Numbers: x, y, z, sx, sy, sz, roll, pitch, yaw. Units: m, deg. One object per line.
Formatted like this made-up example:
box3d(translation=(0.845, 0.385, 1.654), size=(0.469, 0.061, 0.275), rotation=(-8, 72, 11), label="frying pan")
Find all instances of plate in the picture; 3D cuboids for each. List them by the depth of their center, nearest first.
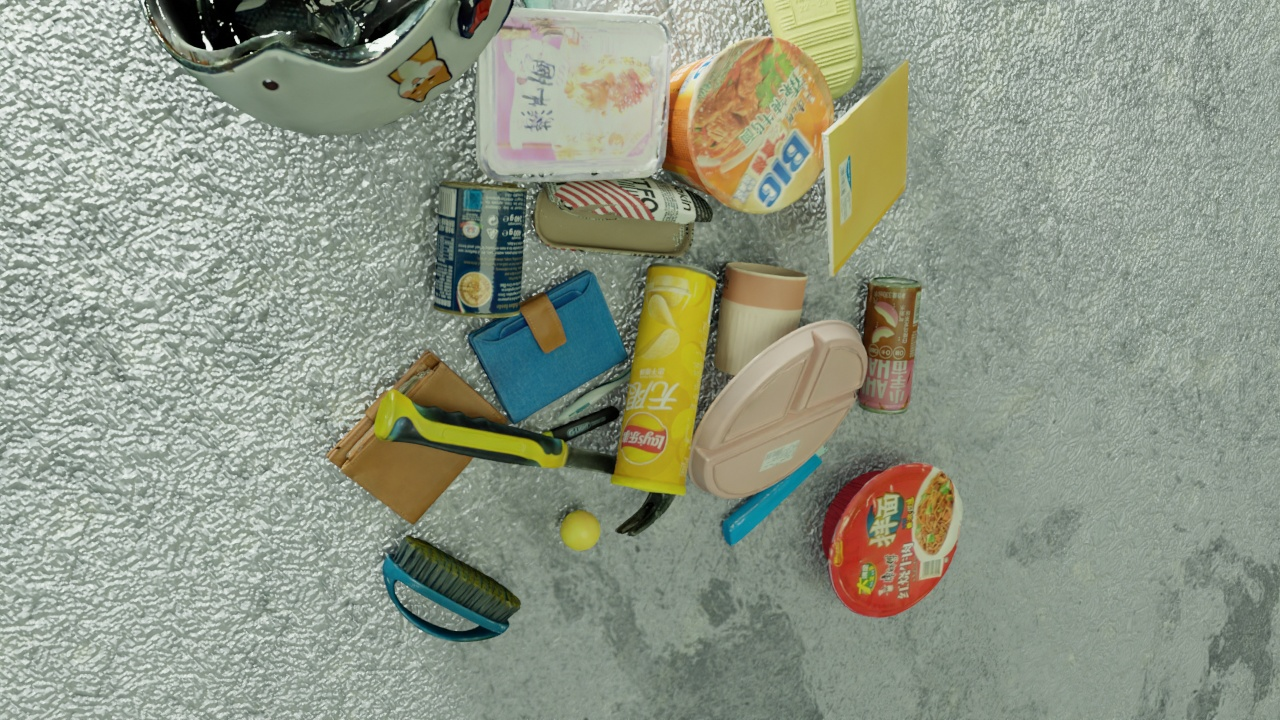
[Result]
box3d(translation=(0.146, 0.058, 0.936), size=(0.229, 0.028, 0.230), rotation=(-27, 144, -22), label="plate")

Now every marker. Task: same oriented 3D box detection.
box3d(translation=(-0.075, 0.073, 0.901), size=(0.124, 0.015, 0.018), rotation=(-22, 115, -21), label="marker")

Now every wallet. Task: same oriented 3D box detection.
box3d(translation=(-0.200, 0.071, 0.831), size=(0.131, 0.031, 0.108), rotation=(-49, 121, -7), label="wallet")
box3d(translation=(-0.084, -0.013, 0.862), size=(0.133, 0.040, 0.106), rotation=(-31, 119, -16), label="wallet")

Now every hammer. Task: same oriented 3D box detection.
box3d(translation=(-0.090, 0.087, 0.853), size=(0.322, 0.032, 0.126), rotation=(16, 82, -36), label="hammer")

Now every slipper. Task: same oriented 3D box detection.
box3d(translation=(0.157, -0.337, 0.870), size=(0.091, 0.081, 0.190), rotation=(-11, 95, 2), label="slipper")

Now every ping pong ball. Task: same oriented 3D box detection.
box3d(translation=(-0.060, 0.171, 0.920), size=(0.040, 0.040, 0.040), rotation=(-7, 107, -24), label="ping pong ball")

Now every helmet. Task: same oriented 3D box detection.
box3d(translation=(-0.199, -0.264, 0.657), size=(0.273, 0.230, 0.157), rotation=(-40, 159, -14), label="helmet")

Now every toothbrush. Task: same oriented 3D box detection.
box3d(translation=(-0.005, 0.005, 0.917), size=(0.191, 0.016, 0.018), rotation=(-33, 105, -15), label="toothbrush")

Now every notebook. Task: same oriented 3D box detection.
box3d(translation=(0.226, -0.193, 0.905), size=(0.205, 0.010, 0.146), rotation=(-46, 138, -41), label="notebook")

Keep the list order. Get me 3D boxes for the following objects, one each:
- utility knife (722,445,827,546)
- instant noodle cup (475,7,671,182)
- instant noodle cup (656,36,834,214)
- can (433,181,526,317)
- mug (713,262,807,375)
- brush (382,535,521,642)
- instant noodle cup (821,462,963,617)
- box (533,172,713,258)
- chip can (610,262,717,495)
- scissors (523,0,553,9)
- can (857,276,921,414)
box3d(translation=(0.153, 0.146, 1.031), size=(0.159, 0.018, 0.034), rotation=(-39, 129, -13), label="utility knife")
box3d(translation=(-0.063, -0.226, 0.785), size=(0.173, 0.060, 0.138), rotation=(-7, 113, -25), label="instant noodle cup")
box3d(translation=(0.084, -0.215, 0.844), size=(0.151, 0.111, 0.151), rotation=(-7, 107, -24), label="instant noodle cup")
box3d(translation=(-0.138, -0.098, 0.789), size=(0.075, 0.075, 0.111), rotation=(-1, 104, -26), label="can")
box3d(translation=(0.128, -0.042, 0.939), size=(0.114, 0.082, 0.106), rotation=(-11, 113, -54), label="mug")
box3d(translation=(-0.184, 0.224, 0.866), size=(0.144, 0.055, 0.073), rotation=(37, 86, -29), label="brush")
box3d(translation=(0.286, 0.202, 1.083), size=(0.193, 0.066, 0.194), rotation=(-6, 106, -23), label="instant noodle cup")
box3d(translation=(-0.019, -0.130, 0.851), size=(0.162, 0.076, 0.088), rotation=(-1, 133, -24), label="box")
box3d(translation=(0.024, 0.018, 0.870), size=(0.072, 0.072, 0.213), rotation=(14, 82, -28), label="chip can")
box3d(translation=(-0.089, -0.314, 0.788), size=(0.185, 0.019, 0.130), rotation=(28, 91, -31), label="scissors")
box3d(translation=(0.277, -0.017, 1.023), size=(0.057, 0.058, 0.147), rotation=(-5, 106, -25), label="can")
